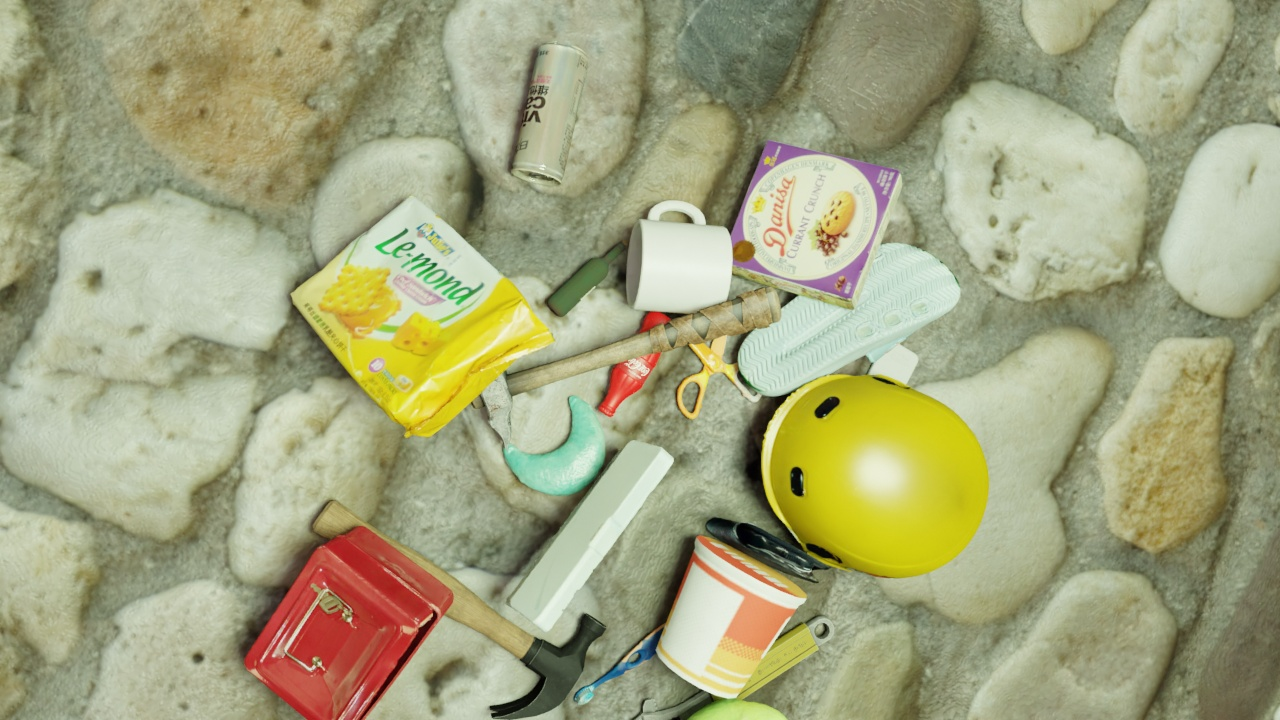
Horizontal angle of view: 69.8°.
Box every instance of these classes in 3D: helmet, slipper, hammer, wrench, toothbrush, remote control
[{"bbox_3d":[0.253,0.121,0.923,0.239,0.140,0.209,25,85,-30],"label":"helmet"},{"bbox_3d":[0.216,-0.038,0.972,0.245,0.074,0.104,-30,64,1],"label":"slipper"},{"bbox_3d":[-0.194,0.243,0.921,0.305,0.040,0.132,36,80,-8],"label":"hammer"},{"bbox_3d":[0.094,0.356,0.981,0.273,0.018,0.083,-29,95,-9],"label":"wrench"},{"bbox_3d":[-0.017,-0.009,0.903,0.319,0.049,0.121,-17,120,0],"label":"hammer"},{"bbox_3d":[-0.013,0.317,0.962,0.135,0.017,0.021,-35,106,-9],"label":"toothbrush"},{"bbox_3d":[0.258,0.049,1.017,0.045,0.008,0.146,30,85,-10],"label":"remote control"}]

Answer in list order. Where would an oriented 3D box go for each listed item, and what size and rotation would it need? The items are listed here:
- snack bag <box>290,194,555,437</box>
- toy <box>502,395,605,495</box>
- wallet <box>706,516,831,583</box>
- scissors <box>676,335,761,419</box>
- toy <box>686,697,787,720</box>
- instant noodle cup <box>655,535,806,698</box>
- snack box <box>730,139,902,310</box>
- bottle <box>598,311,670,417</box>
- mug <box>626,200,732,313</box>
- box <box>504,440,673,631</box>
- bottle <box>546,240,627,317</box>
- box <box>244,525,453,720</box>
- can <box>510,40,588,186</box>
[{"bbox_3d":[-0.205,-0.039,0.849,0.159,0.068,0.247,-40,55,-11],"label":"snack bag"},{"bbox_3d":[-0.080,0.095,0.945,0.105,0.033,0.085,-37,82,-11],"label":"toy"},{"bbox_3d":[0.130,0.197,0.953,0.115,0.089,0.026,28,79,-8],"label":"wallet"},{"bbox_3d":[0.084,0.006,0.984,0.128,0.011,0.125,17,87,-12],"label":"scissors"},{"bbox_3d":[0.100,0.420,0.932,0.150,0.107,0.197,-24,130,-15],"label":"toy"},{"bbox_3d":[0.085,0.262,0.932,0.123,0.123,0.121,27,90,-9],"label":"instant noodle cup"},{"bbox_3d":[0.176,-0.142,0.951,0.148,0.040,0.143,19,84,22],"label":"snack box"},{"bbox_3d":[-0.006,0.006,0.954,0.036,0.036,0.119,33,84,-9],"label":"bottle"},{"bbox_3d":[0.038,-0.109,0.940,0.090,0.091,0.121,3,72,-11],"label":"mug"},{"bbox_3d":[-0.057,0.161,0.880,0.041,0.135,0.196,45,72,-18],"label":"box"},{"bbox_3d":[-0.053,-0.087,0.952,0.106,0.025,0.025,-44,97,-8],"label":"bottle"},{"bbox_3d":[-0.271,0.252,0.859,0.129,0.092,0.158,37,103,1],"label":"box"},{"bbox_3d":[-0.091,-0.250,0.931,0.054,0.054,0.135,13,87,-10],"label":"can"}]
